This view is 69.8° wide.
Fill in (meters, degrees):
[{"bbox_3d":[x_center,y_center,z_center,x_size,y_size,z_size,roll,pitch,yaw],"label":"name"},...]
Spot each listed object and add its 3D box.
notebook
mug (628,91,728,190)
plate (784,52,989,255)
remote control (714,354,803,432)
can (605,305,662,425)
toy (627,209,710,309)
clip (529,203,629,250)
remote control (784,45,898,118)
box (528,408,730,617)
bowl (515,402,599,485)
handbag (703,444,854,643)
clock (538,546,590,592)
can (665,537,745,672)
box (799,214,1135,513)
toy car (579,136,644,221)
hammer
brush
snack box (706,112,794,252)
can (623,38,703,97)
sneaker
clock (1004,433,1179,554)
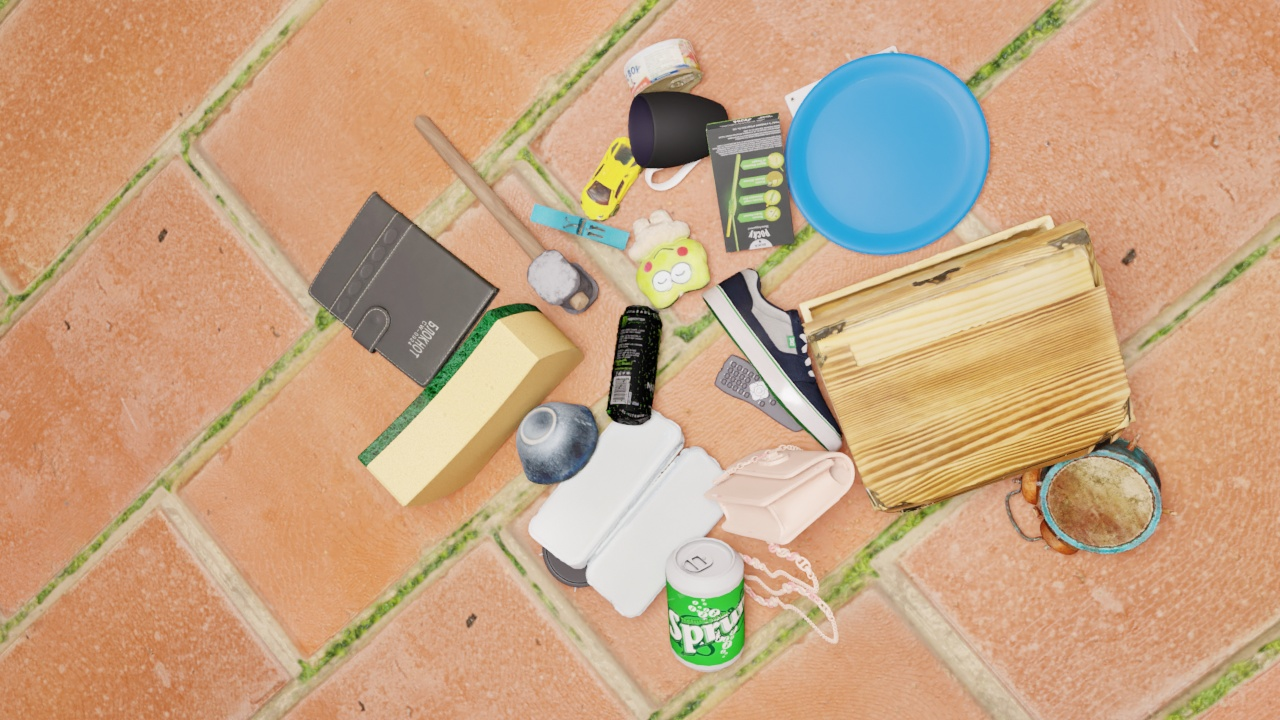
[{"bbox_3d":[-0.306,-0.086,1.167,0.209,0.029,0.169,38,97,10],"label":"notebook"},{"bbox_3d":[0.045,-0.254,1.069,0.100,0.085,0.119,-9,132,-20],"label":"mug"},{"bbox_3d":[0.278,-0.233,1.045,0.224,0.024,0.224,1,96,9],"label":"plate"},{"bbox_3d":[0.149,0.040,1.086,0.124,0.009,0.046,30,96,9],"label":"remote control"},{"bbox_3d":[-0.006,0.006,1.079,0.054,0.054,0.137,4,74,11],"label":"can"},{"bbox_3d":[0.030,-0.124,1.091,0.092,0.046,0.115,-27,78,16],"label":"toy"},{"bbox_3d":[-0.086,-0.165,1.105,0.120,0.119,0.033,13,95,-34],"label":"clip"},{"bbox_3d":[0.239,-0.311,1.062,0.136,0.011,0.050,-23,87,11],"label":"remote control"},{"bbox_3d":[-0.007,0.169,1.065,0.186,0.084,0.210,40,77,13],"label":"box"},{"bbox_3d":[-0.108,0.089,1.090,0.110,0.055,0.110,-16,50,21],"label":"bowl"},{"bbox_3d":[0.173,0.188,1.020,0.116,0.199,0.187,-31,98,-20],"label":"handbag"},{"bbox_3d":[-0.062,0.218,1.114,0.091,0.042,0.121,44,98,7],"label":"clock"},{"bbox_3d":[0.075,0.278,1.044,0.088,0.087,0.140,2,119,11],"label":"can"},{"bbox_3d":[0.335,0.016,0.949,0.279,0.220,0.258,-20,89,9],"label":"box"},{"bbox_3d":[-0.034,-0.218,1.109,0.049,0.030,0.107,32,98,8],"label":"toy car"},{"bbox_3d":[-0.173,-0.184,1.115,0.052,0.098,0.328,-43,77,7],"label":"hammer"},{"bbox_3d":[-0.186,0.050,1.058,0.075,0.195,0.250,44,98,7],"label":"brush"},{"bbox_3d":[0.126,-0.200,1.043,0.080,0.025,0.148,-7,120,11],"label":"snack box"},{"bbox_3d":[0.026,-0.334,1.066,0.086,0.086,0.043,-20,87,11],"label":"can"},{"bbox_3d":[0.168,-0.005,1.042,0.079,0.084,0.235,-35,76,2],"label":"sneaker"},{"bbox_3d":[0.478,0.148,0.992,0.158,0.073,0.121,-26,89,30],"label":"clock"}]
